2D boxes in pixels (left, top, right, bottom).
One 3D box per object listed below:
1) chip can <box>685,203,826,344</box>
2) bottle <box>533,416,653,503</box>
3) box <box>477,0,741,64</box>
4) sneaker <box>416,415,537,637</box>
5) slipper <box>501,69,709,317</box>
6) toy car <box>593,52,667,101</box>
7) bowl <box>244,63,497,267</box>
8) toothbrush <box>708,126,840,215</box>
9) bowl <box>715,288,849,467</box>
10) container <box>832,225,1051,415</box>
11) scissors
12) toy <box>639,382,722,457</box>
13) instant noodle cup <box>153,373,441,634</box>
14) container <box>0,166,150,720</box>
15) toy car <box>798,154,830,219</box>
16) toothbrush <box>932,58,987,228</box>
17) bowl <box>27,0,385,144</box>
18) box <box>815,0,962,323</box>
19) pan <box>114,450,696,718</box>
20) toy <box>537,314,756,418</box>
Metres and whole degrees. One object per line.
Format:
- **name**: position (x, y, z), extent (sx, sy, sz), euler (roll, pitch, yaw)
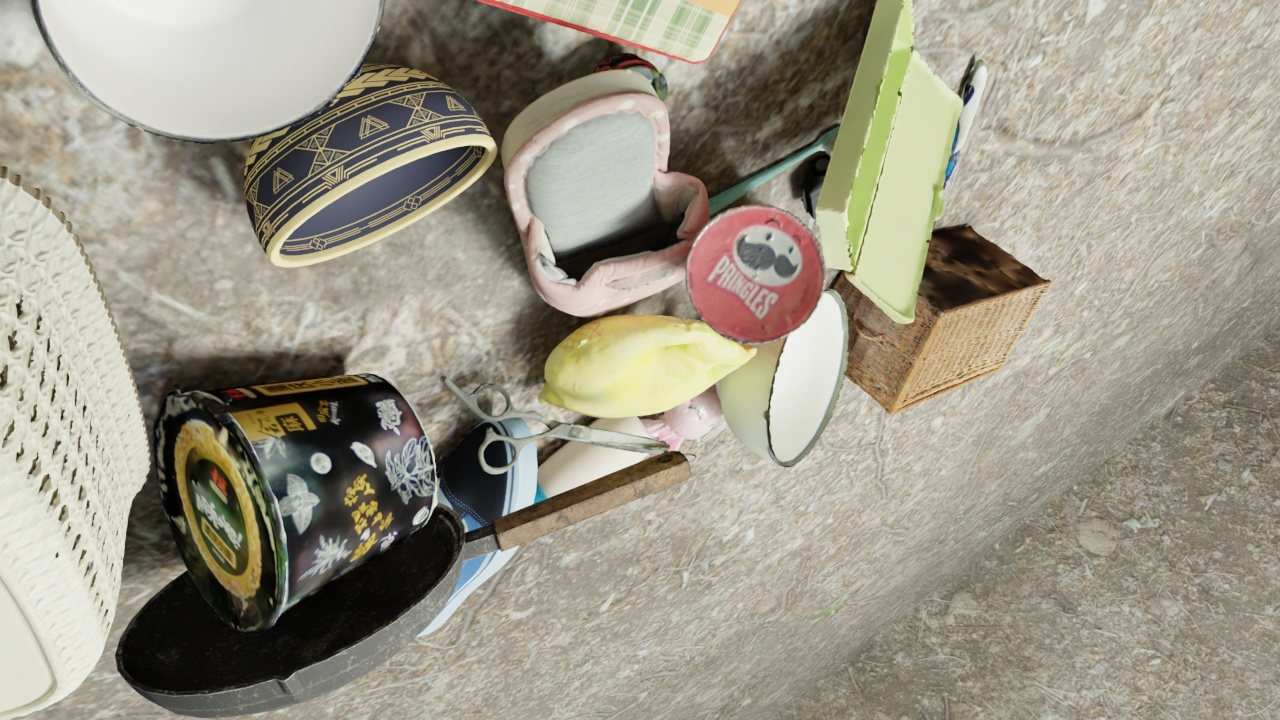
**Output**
- **chip can**: position (0.078, -0.058, 0.589), extent (0.073, 0.073, 0.232), euler (-45, 178, 12)
- **bottle**: position (-0.057, 0.097, 0.771), extent (0.146, 0.051, 0.051), euler (-38, 150, 1)
- **box**: position (-0.021, -0.207, 0.402), extent (0.205, 0.050, 0.118), euler (-2, 135, -47)
- **sneaker**: position (-0.164, 0.137, 0.686), extent (0.098, 0.083, 0.242), euler (3, 132, -45)
- **slipper**: position (-0.015, -0.070, 0.522), extent (0.114, 0.054, 0.274), euler (-26, 166, -1)
- **toy car**: position (-0.016, -0.131, 0.518), extent (0.042, 0.036, 0.091), euler (-18, 151, -29)
- **bowl**: position (-0.128, -0.096, 0.412), extent (0.112, 0.061, 0.112), euler (-29, -178, 1)
- **toothbrush**: position (0.077, -0.122, 0.652), extent (0.180, 0.016, 0.016), euler (-29, 149, -13)
- **bowl**: position (0.115, 0.008, 0.781), extent (0.153, 0.073, 0.154), euler (-32, 130, -48)
- **container**: position (0.274, -0.045, 0.868), extent (0.198, 0.114, 0.113), euler (-15, 138, -36)
- **scissors**: position (-0.056, 0.041, 0.650), extent (0.170, 0.095, 0.014), euler (-12, 174, -25)
- **toy**: position (0.039, 0.050, 0.815), extent (0.110, 0.047, 0.063), euler (-44, 141, 16)
- **instant noodle cup**: position (-0.191, 0.068, 0.524), extent (0.112, 0.137, 0.138), euler (-20, 147, -47)
- **container**: position (-0.300, 0.043, 0.351), extent (0.184, 0.142, 0.247), euler (-9, 141, -20)
- **toy car**: position (0.169, -0.150, 0.693), extent (0.112, 0.034, 0.046), euler (-36, 150, -4)
- **toothbrush**: position (0.260, -0.174, 0.777), extent (0.017, 0.016, 0.189), euler (-19, 146, -12)
- **bowl**: position (-0.157, -0.143, 0.325), extent (0.116, 0.065, 0.116), euler (-27, 148, -19)
- **box**: position (0.161, -0.135, 0.596), extent (0.141, 0.044, 0.187), euler (38, 63, -44)
- **pan**: position (-0.128, 0.123, 0.567), extent (0.356, 0.207, 0.040), euler (-15, 108, -11)
- **toy**: position (-0.004, 0.004, 0.663), extent (0.155, 0.064, 0.170), euler (-18, 165, 25)
